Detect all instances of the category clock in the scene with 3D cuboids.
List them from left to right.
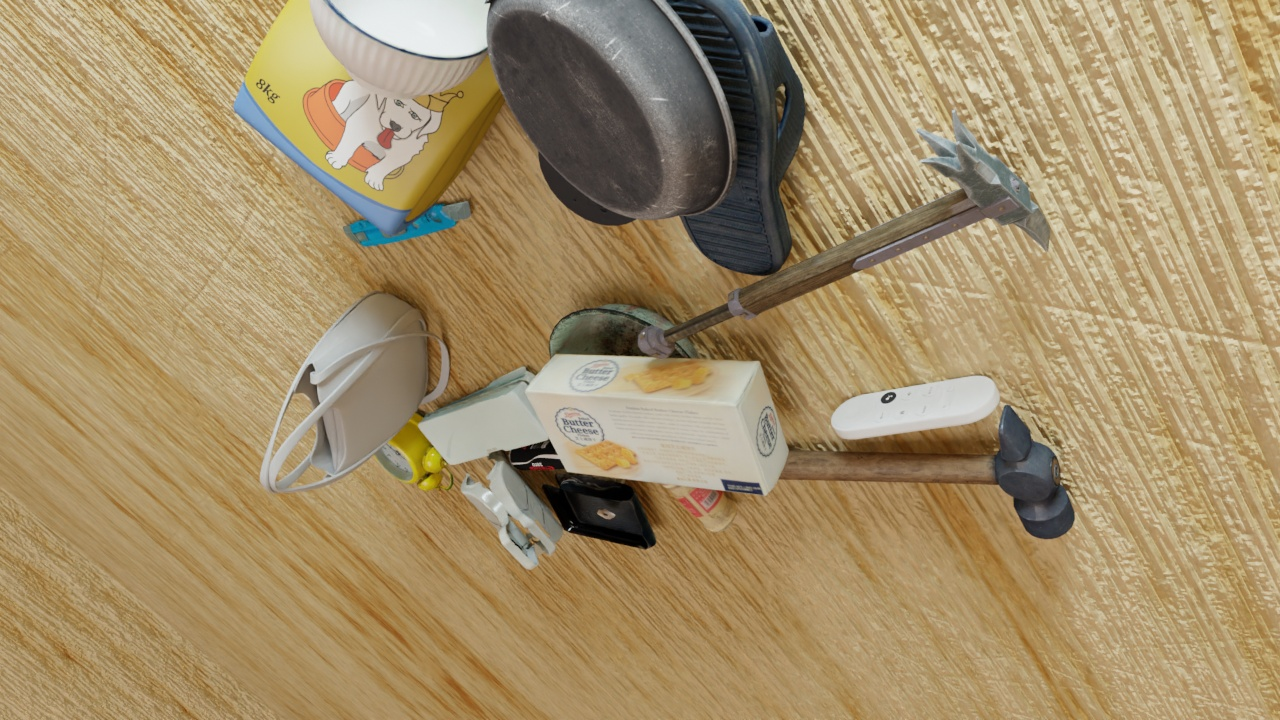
[{"bbox_3d":[-0.267,0.110,1.096,0.119,0.057,0.084,36,141,6],"label":"clock"},{"bbox_3d":[-0.029,-0.159,0.681,0.095,0.035,0.123,10,135,26],"label":"clock"}]

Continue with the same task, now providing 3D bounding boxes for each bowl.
[{"bbox_3d":[-0.158,-0.213,0.595,0.118,0.117,0.062,35,134,-2],"label":"bowl"},{"bbox_3d":[-0.005,0.005,0.829,0.157,0.038,0.158,19,139,17],"label":"bowl"}]

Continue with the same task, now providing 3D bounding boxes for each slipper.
[{"bbox_3d":[0.058,-0.156,0.600,0.101,0.082,0.264,17,157,23],"label":"slipper"}]

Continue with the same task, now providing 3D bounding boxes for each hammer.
[{"bbox_3d":[0.116,-0.056,0.646,0.147,0.028,0.318,25,147,-37],"label":"hammer"},{"bbox_3d":[0.186,0.090,0.787,0.323,0.040,0.129,-4,135,40],"label":"hammer"}]

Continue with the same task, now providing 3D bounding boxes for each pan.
[{"bbox_3d":[-0.068,-0.222,0.513,0.357,0.055,0.188,52,159,-20],"label":"pan"}]

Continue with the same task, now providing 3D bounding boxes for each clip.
[{"bbox_3d":[-0.146,0.180,1.024,0.097,0.152,0.126,-33,115,11],"label":"clip"}]

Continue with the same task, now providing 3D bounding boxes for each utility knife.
[{"bbox_3d":[-0.218,-0.127,0.856,0.179,0.015,0.031,-7,131,37],"label":"utility knife"}]

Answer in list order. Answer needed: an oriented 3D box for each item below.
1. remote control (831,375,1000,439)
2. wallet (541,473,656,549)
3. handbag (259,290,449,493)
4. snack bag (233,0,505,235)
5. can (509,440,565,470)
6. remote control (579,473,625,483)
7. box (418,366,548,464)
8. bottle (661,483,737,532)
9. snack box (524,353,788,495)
[{"bbox_3d":[0.211,0.038,0.714,0.137,0.043,0.013,-14,122,42],"label":"remote control"},{"bbox_3d":[-0.044,0.165,1.009,0.115,0.026,0.089,7,136,29],"label":"wallet"},{"bbox_3d":[-0.297,0.058,0.935,0.095,0.222,0.216,25,140,11],"label":"handbag"},{"bbox_3d":[-0.179,-0.221,0.679,0.159,0.102,0.206,39,118,-8],"label":"snack bag"},{"bbox_3d":[-0.105,0.104,1.003,0.081,0.031,0.031,-7,126,38],"label":"can"},{"bbox_3d":[-0.041,0.125,0.998,0.050,0.011,0.136,24,140,11],"label":"remote control"},{"bbox_3d":[-0.166,0.065,0.994,0.083,0.066,0.200,32,147,-30],"label":"box"},{"bbox_3d":[0.050,0.124,0.912,0.109,0.044,0.044,46,139,-17],"label":"bottle"},{"bbox_3d":[0.013,0.051,0.787,0.208,0.057,0.104,2,131,32],"label":"snack box"}]
